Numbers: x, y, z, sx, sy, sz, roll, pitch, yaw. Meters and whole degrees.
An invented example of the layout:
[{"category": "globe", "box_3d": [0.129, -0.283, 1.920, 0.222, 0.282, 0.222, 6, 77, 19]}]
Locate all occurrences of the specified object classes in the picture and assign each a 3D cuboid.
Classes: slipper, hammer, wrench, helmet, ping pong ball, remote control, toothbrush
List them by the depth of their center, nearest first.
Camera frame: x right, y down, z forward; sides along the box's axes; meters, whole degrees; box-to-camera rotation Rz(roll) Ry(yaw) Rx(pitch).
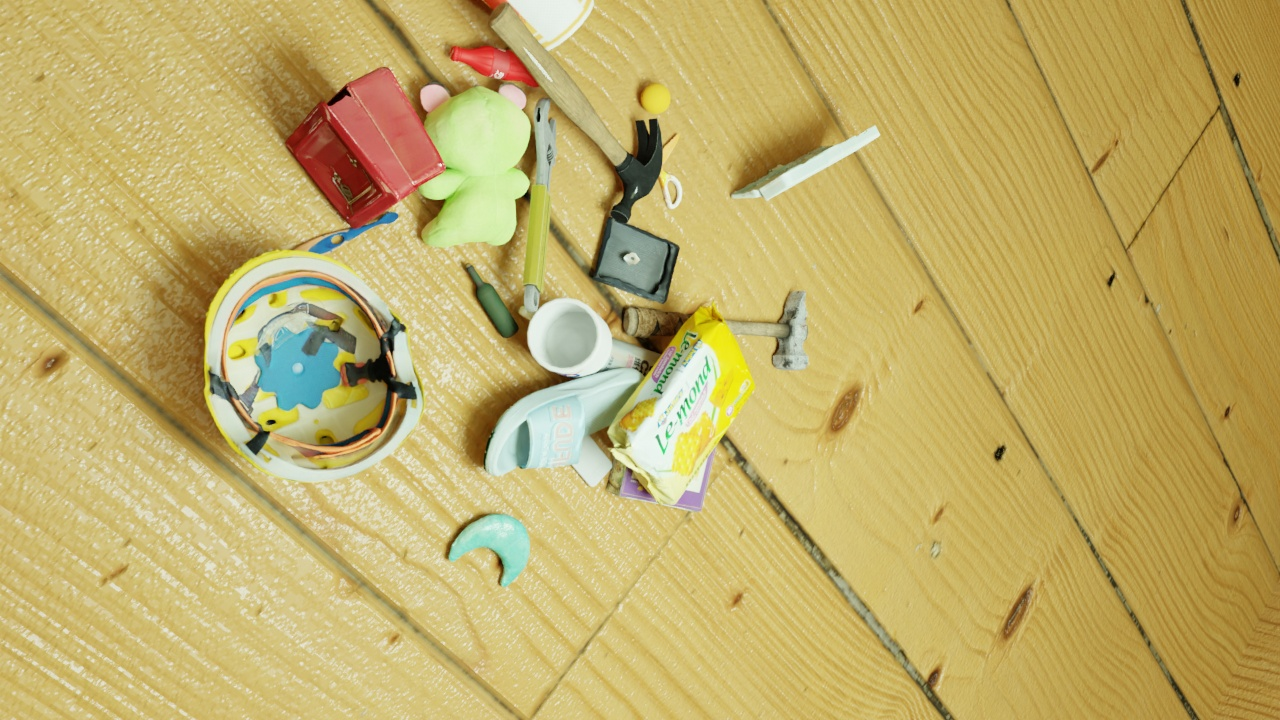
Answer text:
[{"category": "helmet", "box_3d": [-0.357, 0.012, 0.977, 0.208, 0.140, 0.240, -22, 92, -29]}, {"category": "toothbrush", "box_3d": [-0.339, -0.141, 1.048, 0.134, 0.017, 0.021, -29, 104, -25]}, {"category": "wrench", "box_3d": [-0.124, -0.192, 1.129, 0.018, 0.083, 0.273, 1, 75, 10]}, {"category": "hammer", "box_3d": [-0.076, -0.317, 1.135, 0.305, 0.040, 0.132, 44, 66, -40]}, {"category": "slipper", "box_3d": [-0.085, 0.080, 1.155, 0.244, 0.074, 0.104, -22, 141, -29]}, {"category": "remote control", "box_3d": [-0.092, 0.106, 1.224, 0.045, 0.008, 0.146, -47, 115, -21]}, {"category": "ping pong ball", "box_3d": [0.021, -0.355, 1.244, 0.040, 0.040, 0.040, -2, 95, -32]}, {"category": "hammer", "box_3d": [0.118, -0.050, 1.328, 0.318, 0.049, 0.121, 2, 90, -31]}]

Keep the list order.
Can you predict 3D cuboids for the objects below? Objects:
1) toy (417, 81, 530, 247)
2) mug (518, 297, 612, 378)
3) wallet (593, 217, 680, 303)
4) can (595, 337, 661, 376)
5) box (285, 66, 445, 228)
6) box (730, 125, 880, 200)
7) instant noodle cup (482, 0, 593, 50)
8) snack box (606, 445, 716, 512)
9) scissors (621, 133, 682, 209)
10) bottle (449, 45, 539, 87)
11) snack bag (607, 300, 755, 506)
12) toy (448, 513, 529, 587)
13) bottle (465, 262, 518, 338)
[{"category": "toy", "box_3d": [-0.192, -0.232, 1.086, 0.150, 0.107, 0.197, -6, 107, -33]}, {"category": "mug", "box_3d": [-0.100, -0.034, 1.150, 0.121, 0.090, 0.091, 32, 89, 9]}, {"category": "wallet", "box_3d": [-0.007, -0.136, 1.250, 0.115, 0.026, 0.089, 19, 81, -31]}, {"category": "can", "box_3d": [-0.007, 0.007, 1.244, 0.135, 0.054, 0.054, 19, 83, -32]}, {"category": "box", "box_3d": [-0.293, -0.225, 0.984, 0.092, 0.158, 0.129, -41, 110, -31]}, {"category": "box", "box_3d": [0.240, -0.281, 1.331, 0.196, 0.135, 0.041, -30, 98, -27]}, {"category": "instant noodle cup", "box_3d": [-0.130, -0.450, 1.102, 0.121, 0.124, 0.123, 43, 71, -35]}, {"category": "snack box", "box_3d": [0.036, 0.128, 1.288, 0.143, 0.041, 0.148, 17, 84, -32]}, {"category": "scissors", "box_3d": [0.024, -0.263, 1.270, 0.128, 0.011, 0.125, 44, 72, -28]}, {"category": "bottle", "box_3d": [-0.174, -0.363, 1.122, 0.118, 0.036, 0.036, 3, 92, -32]}, {"category": "snack bag", "box_3d": [0.056, 0.059, 1.209, 0.246, 0.068, 0.160, -53, 138, -19]}, {"category": "toy", "box_3d": [-0.185, 0.234, 1.163, 0.105, 0.033, 0.085, 35, 86, -30]}, {"category": "bottle", "box_3d": [-0.187, -0.076, 1.141, 0.025, 0.025, 0.106, -40, 113, -24]}]
